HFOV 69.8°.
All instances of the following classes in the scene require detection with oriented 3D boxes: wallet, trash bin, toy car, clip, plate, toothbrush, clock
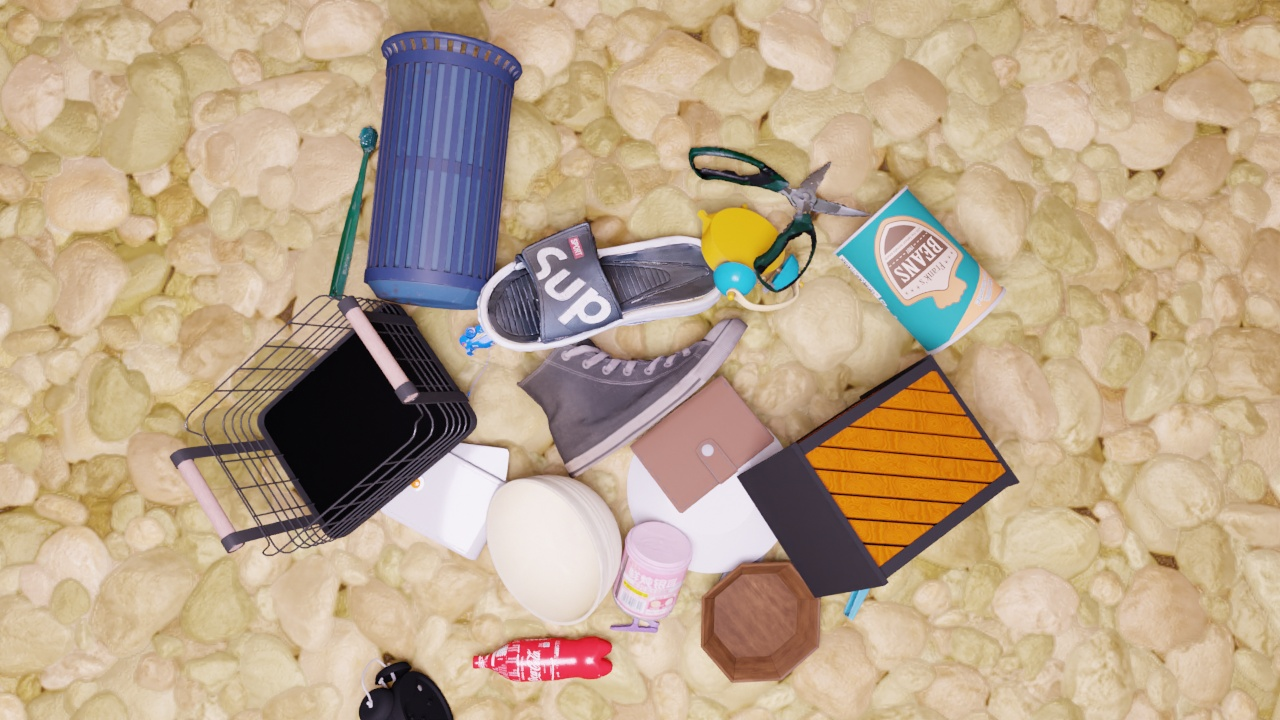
[{"bbox_3d":[0.062,0.084,0.921,0.121,0.013,0.087,-38,81,-2],"label":"wallet"},{"bbox_3d":[0.219,0.113,0.871,0.171,0.140,0.139,-30,81,-21],"label":"trash bin"},{"bbox_3d":[-0.152,-0.010,0.957,0.092,0.033,0.062,-28,80,-2],"label":"toy car"},{"bbox_3d":[0.250,0.213,0.953,0.120,0.030,0.130,18,86,-4],"label":"clip"},{"bbox_3d":[-0.194,0.127,0.948,0.118,0.037,0.115,29,87,-2],"label":"wallet"},{"bbox_3d":[0.120,0.264,0.937,0.131,0.025,0.131,-1,96,-8],"label":"plate"},{"bbox_3d":[-0.307,-0.158,0.976,0.016,0.017,0.189,10,86,0],"label":"toothbrush"},{"bbox_3d":[0.111,-0.106,0.946,0.099,0.044,0.129,-12,64,-29],"label":"clock"},{"bbox_3d":[-0.234,0.348,0.906,0.042,0.091,0.121,-32,100,7],"label":"clock"},{"bbox_3d":[-0.005,0.269,0.952,0.050,0.013,0.029,13,87,-2],"label":"clip"},{"bbox_3d":[0.072,0.131,0.941,0.174,0.036,0.174,-1,82,3],"label":"plate"},{"bbox_3d":[-0.200,-0.181,0.920,0.139,0.139,0.249,5,88,0],"label":"trash bin"}]

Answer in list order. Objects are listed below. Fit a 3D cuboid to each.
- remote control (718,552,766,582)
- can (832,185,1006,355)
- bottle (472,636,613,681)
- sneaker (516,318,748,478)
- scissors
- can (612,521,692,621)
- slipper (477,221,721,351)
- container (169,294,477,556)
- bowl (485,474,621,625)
[{"bbox_3d":[0.123,0.180,0.958,0.033,0.013,0.136,26,86,2],"label":"remote control"},{"bbox_3d":[0.282,-0.091,0.936,0.099,0.099,0.144,-43,87,-3],"label":"can"},{"bbox_3d":[-0.099,0.305,0.934,0.141,0.042,0.042,-2,86,-1],"label":"bottle"},{"bbox_3d":[-0.005,0.006,0.935,0.235,0.095,0.120,-35,87,4],"label":"sneaker"},{"bbox_3d":[0.132,-0.150,0.941,0.202,0.015,0.205,15,55,8],"label":"scissors"},{"bbox_3d":[0.012,0.209,0.914,0.067,0.067,0.076,15,120,0],"label":"can"},{"bbox_3d":[-0.033,-0.081,0.906,0.263,0.063,0.111,-10,65,-24],"label":"slipper"},{"bbox_3d":[-0.296,0.060,0.871,0.242,0.130,0.163,-39,79,12],"label":"container"},{"bbox_3d":[-0.074,0.177,0.911,0.151,0.075,0.151,13,112,35],"label":"bowl"}]
